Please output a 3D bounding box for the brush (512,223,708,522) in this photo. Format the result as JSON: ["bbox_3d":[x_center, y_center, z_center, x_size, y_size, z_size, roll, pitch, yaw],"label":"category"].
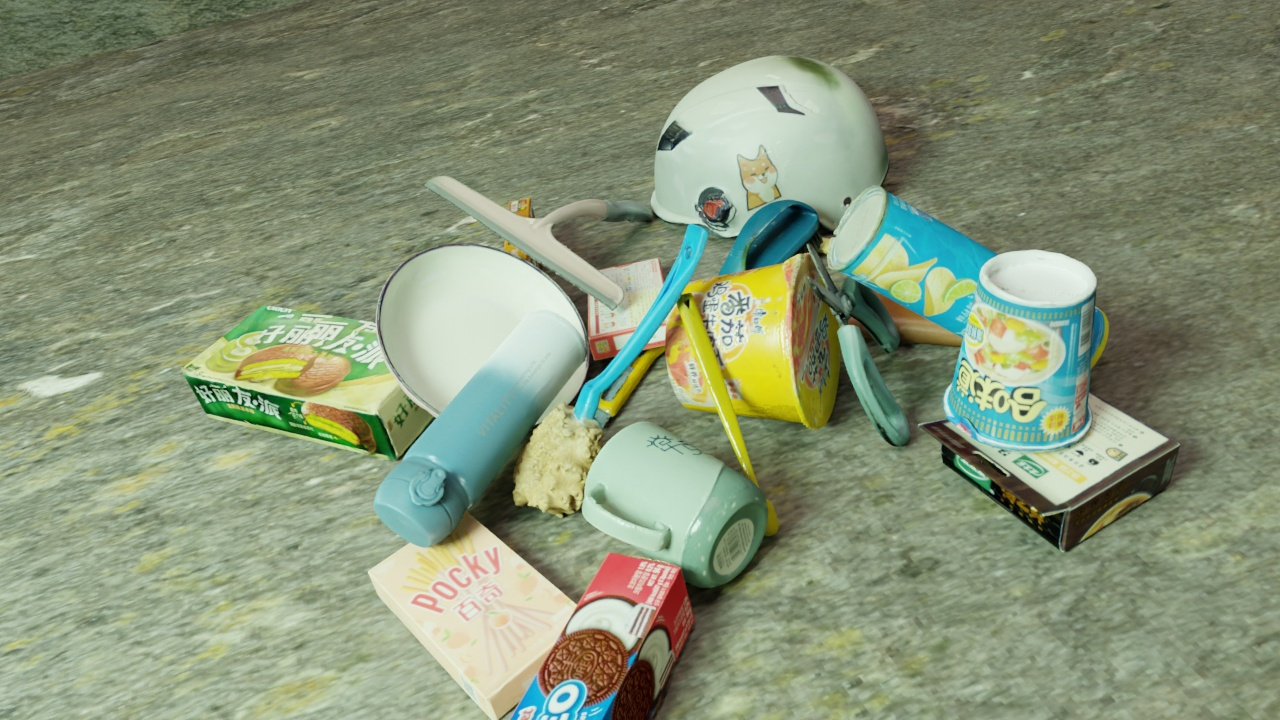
[{"bbox_3d":[-0.020,0.011,0.690,0.255,0.046,0.083,-58,31,5],"label":"brush"}]

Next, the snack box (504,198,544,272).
[{"bbox_3d":[-0.120,-0.102,0.956,0.026,0.075,0.153,-10,36,2],"label":"snack box"}]

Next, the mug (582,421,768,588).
[{"bbox_3d":[0.017,0.101,0.624,0.106,0.082,0.111,29,23,37],"label":"mug"}]

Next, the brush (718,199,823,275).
[{"bbox_3d":[0.126,-0.113,0.901,0.055,0.073,0.143,18,51,39],"label":"brush"}]

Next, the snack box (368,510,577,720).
[{"bbox_3d":[-0.113,0.168,0.632,0.084,0.026,0.157,-34,42,-28],"label":"snack box"}]

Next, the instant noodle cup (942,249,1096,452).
[{"bbox_3d":[0.259,-0.010,0.616,0.099,0.110,0.099,-4,34,3],"label":"instant noodle cup"}]

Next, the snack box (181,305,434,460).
[{"bbox_3d":[-0.296,0.016,0.855,0.240,0.063,0.114,9,40,26],"label":"snack box"}]

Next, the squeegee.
[{"bbox_3d":[-0.051,-0.151,0.962,0.248,0.040,0.248,33,28,21],"label":"squeegee"}]

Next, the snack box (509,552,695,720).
[{"bbox_3d":[-0.034,0.208,0.530,0.057,0.058,0.206,6,40,27],"label":"snack box"}]

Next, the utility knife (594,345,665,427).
[{"bbox_3d":[-0.005,0.005,0.830,0.033,0.015,0.170,5,38,26],"label":"utility knife"}]

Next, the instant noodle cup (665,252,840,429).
[{"bbox_3d":[0.090,-0.014,0.738,0.110,0.138,0.137,-1,37,27],"label":"instant noodle cup"}]

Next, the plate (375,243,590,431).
[{"bbox_3d":[-0.139,-0.015,0.809,0.192,0.039,0.192,15,54,-21],"label":"plate"}]

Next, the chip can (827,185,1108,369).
[{"bbox_3d":[0.249,-0.054,0.698,0.210,0.071,0.071,26,35,-13],"label":"chip can"}]

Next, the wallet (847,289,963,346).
[{"bbox_3d":[0.257,-0.053,0.826,0.132,0.031,0.107,7,41,22],"label":"wallet"}]

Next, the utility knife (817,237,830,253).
[{"bbox_3d":[0.234,-0.108,0.915,0.213,0.022,0.030,10,42,37],"label":"utility knife"}]

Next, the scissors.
[{"bbox_3d":[0.178,-0.023,0.727,0.019,0.170,0.180,-25,7,30],"label":"scissors"}]

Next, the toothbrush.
[{"bbox_3d":[0.061,0.038,0.673,0.015,0.017,0.190,-14,74,-17],"label":"toothbrush"}]

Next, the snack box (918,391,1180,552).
[{"bbox_3d":[0.279,0.066,0.638,0.125,0.053,0.113,-25,38,-16],"label":"snack box"}]

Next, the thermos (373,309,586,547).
[{"bbox_3d":[-0.119,0.049,0.707,0.070,0.070,0.219,9,43,26],"label":"thermos"}]

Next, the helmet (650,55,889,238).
[{"bbox_3d":[0.135,-0.253,1.021,0.274,0.157,0.229,4,38,20],"label":"helmet"}]

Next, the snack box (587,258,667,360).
[{"bbox_3d":[-0.011,-0.053,0.883,0.077,0.027,0.155,-11,28,3],"label":"snack box"}]
